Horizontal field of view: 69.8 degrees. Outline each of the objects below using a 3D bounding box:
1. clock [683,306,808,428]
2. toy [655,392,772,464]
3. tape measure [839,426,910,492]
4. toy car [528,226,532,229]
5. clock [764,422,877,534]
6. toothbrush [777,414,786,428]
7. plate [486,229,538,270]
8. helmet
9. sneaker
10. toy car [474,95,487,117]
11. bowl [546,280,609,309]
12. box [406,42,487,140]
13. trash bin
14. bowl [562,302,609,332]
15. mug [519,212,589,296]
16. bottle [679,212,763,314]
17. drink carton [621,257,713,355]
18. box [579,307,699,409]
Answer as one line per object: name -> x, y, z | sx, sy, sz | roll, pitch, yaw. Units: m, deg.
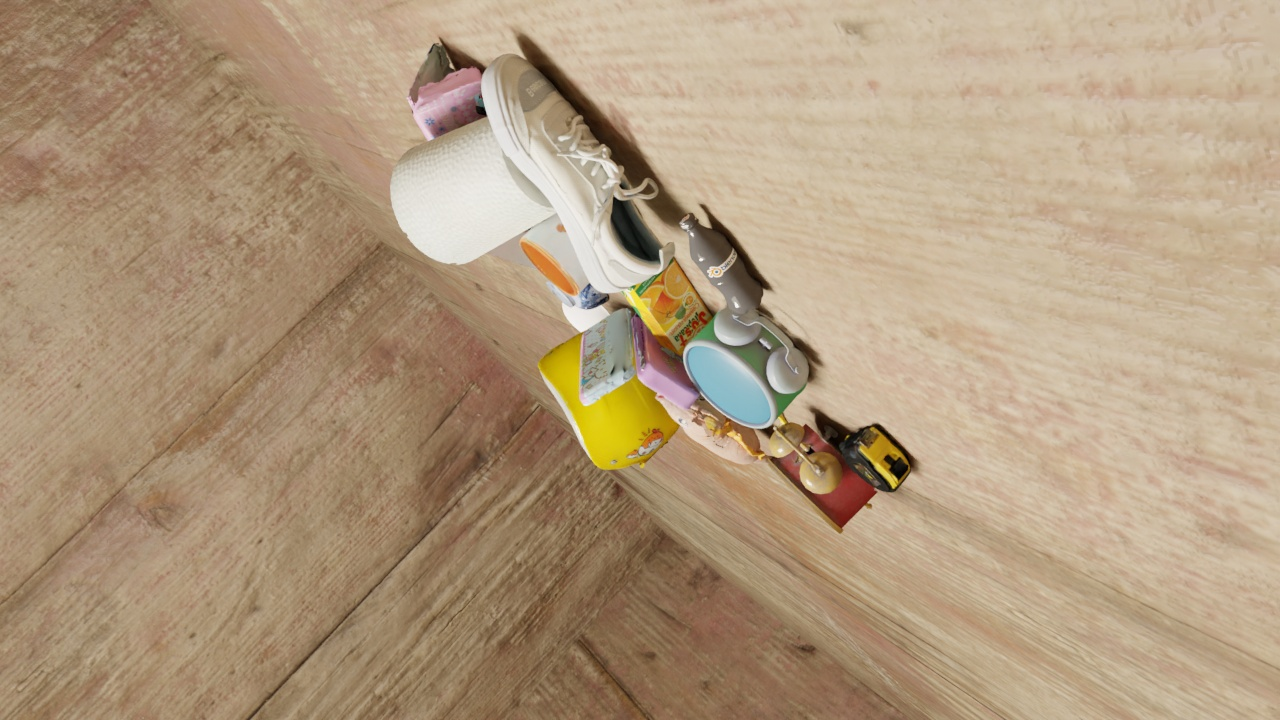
clock -> 0.115, -0.001, 0.943 | 0.122, 0.075, 0.162 | 43, 156, 6
toy -> 0.109, 0.089, 1.167 | 0.196, 0.065, 0.264 | 27, 177, 4
tape measure -> 0.243, 0.103, 0.950 | 0.072, 0.042, 0.071 | 40, 166, 0
toy car -> -0.163, -0.174, 1.293 | 0.051, 0.048, 0.100 | 50, 166, -33
clock -> 0.203, 0.119, 1.032 | 0.159, 0.081, 0.117 | 41, -176, -44
toothbrush -> 0.160, 0.056, 1.119 | 0.021, 0.016, 0.135 | 40, 170, 38
plate -> -0.161, -0.153, 1.186 | 0.174, 0.036, 0.174 | 19, -172, -3
helmet -> -0.010, 0.033, 1.297 | 0.209, 0.140, 0.239 | 59, -154, 14
sneaker -> -0.048, -0.176, 0.838 | 0.091, 0.089, 0.242 | -15, 115, 40
toy car -> -0.131, -0.245, 0.962 | 0.060, 0.027, 0.108 | 16, 154, 29
bowl -> -0.102, -0.110, 1.329 | 0.114, 0.045, 0.114 | 41, 169, 10
box -> -0.192, -0.259, 1.053 | 0.230, 0.084, 0.090 | 67, -178, -65
trash bin -> -0.150, -0.180, 0.922 | 0.162, 0.133, 0.133 | -13, 129, 42
bowl -> -0.088, -0.069, 1.443 | 0.110, 0.040, 0.110 | 41, 169, 10
mug -> -0.062, -0.132, 0.958 | 0.082, 0.105, 0.082 | 41, 169, 9
bottle -> 0.072, -0.089, 0.835 | 0.110, 0.036, 0.036 | 49, 167, -28
drink carton -> 0.028, -0.066, 1.017 | 0.041, 0.058, 0.122 | 30, 163, 48
box -> -0.006, -0.007, 1.084 | 0.214, 0.140, 0.062 | -97, 7, -68
